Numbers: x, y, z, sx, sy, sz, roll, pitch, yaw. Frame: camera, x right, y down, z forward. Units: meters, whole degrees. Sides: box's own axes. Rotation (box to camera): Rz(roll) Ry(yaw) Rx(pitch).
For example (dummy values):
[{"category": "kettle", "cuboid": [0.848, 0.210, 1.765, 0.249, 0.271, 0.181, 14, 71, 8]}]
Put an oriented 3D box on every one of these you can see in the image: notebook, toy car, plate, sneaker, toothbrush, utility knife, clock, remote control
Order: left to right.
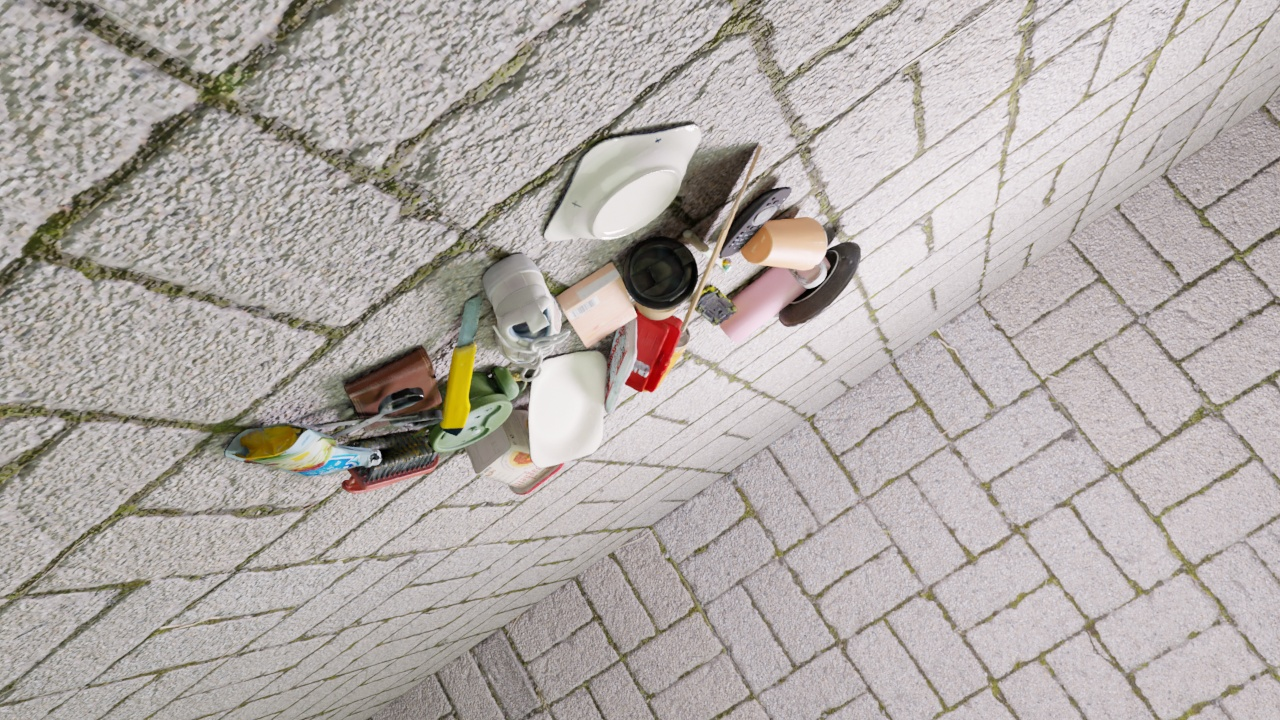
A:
[{"category": "utility knife", "cuboid": [-0.208, 0.009, 1.076, 0.033, 0.015, 0.224, -2, 134, -24]}, {"category": "clock", "cuboid": [-0.219, 0.061, 1.215, 0.160, 0.056, 0.116, -20, 160, -35]}, {"category": "sneaker", "cuboid": [-0.122, -0.032, 1.069, 0.089, 0.090, 0.242, -29, 164, -10]}, {"category": "plate", "cuboid": [-0.114, 0.067, 1.342, 0.163, 0.034, 0.164, -10, 108, -51]}, {"category": "plate", "cuboid": [-0.013, -0.175, 0.967, 0.163, 0.034, 0.165, -20, 160, -36]}, {"category": "toothbrush", "cuboid": [0.092, -0.150, 1.253, 0.020, 0.029, 0.189, 5, 174, 22]}, {"category": "toy car", "cuboid": [0.115, -0.089, 1.441, 0.048, 0.032, 0.105, -36, 152, 12]}, {"category": "notebook", "cuboid": [0.098, -0.145, 1.124, 0.208, 0.008, 0.147, 110, 4, -58]}, {"category": "remote control", "cuboid": [0.149, -0.190, 1.231, 0.053, 0.024, 0.137, -12, 152, -47]}, {"category": "plate", "cuboid": [0.289, -0.132, 1.514, 0.180, 0.024, 0.179, -44, -162, 18]}]

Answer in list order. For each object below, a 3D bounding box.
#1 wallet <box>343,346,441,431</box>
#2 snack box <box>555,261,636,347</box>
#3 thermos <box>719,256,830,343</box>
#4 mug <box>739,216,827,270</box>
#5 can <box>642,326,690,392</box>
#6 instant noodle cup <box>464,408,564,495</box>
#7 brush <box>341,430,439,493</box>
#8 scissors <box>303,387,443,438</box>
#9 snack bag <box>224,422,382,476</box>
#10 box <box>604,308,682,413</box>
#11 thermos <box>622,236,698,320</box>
[{"category": "wallet", "cuboid": [-0.288, 0.037, 1.072, 0.101, 0.032, 0.125, -25, 161, -17]}, {"category": "snack box", "cuboid": [-0.055, -0.070, 1.196, 0.084, 0.026, 0.157, -32, 163, -3]}, {"category": "thermos", "cuboid": [0.217, -0.106, 1.488, 0.199, 0.087, 0.067, -37, 126, 20]}, {"category": "mug", "cuboid": [0.200, -0.168, 1.309, 0.122, 0.078, 0.078, -6, 149, -46]}, {"category": "can", "cuboid": [0.029, -0.007, 1.467, 0.058, 0.058, 0.146, -23, 160, -31]}, {"category": "instant noodle cup", "cuboid": [-0.193, 0.129, 1.376, 0.116, 0.116, 0.124, -39, 151, 19]}, {"category": "brush", "cuboid": [-0.328, 0.136, 1.219, 0.145, 0.063, 0.069, -10, 140, -56]}, {"category": "scissors", "cuboid": [-0.310, 0.068, 1.063, 0.182, 0.014, 0.159, -27, 155, 32]}, {"category": "snack bag", "cuboid": [-0.382, 0.109, 1.061, 0.110, 0.038, 0.191, -20, 162, 4]}, {"category": "box", "cuboid": [-0.010, 0.009, 1.363, 0.202, 0.095, 0.100, 112, 2, -59]}, {"category": "thermos", "cuboid": [0.024, -0.098, 1.168, 0.093, 0.093, 0.143, -31, 171, -6]}]
